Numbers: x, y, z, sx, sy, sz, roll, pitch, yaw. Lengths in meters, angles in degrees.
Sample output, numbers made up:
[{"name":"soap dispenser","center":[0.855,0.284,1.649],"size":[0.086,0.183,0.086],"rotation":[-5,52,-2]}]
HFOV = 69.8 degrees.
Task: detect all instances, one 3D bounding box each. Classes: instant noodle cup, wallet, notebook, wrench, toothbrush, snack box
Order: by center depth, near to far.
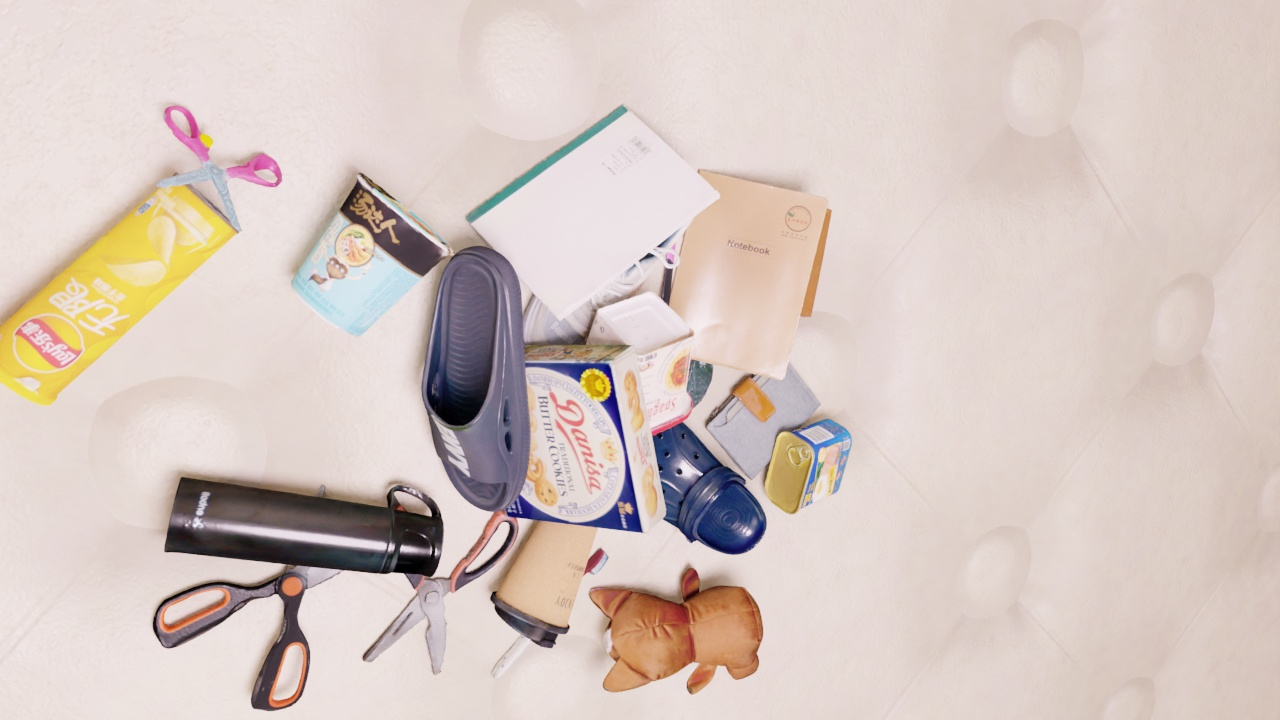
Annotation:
[{"name":"instant noodle cup","center":[-0.249,-0.089,0.836],"size":[0.111,0.111,0.120],"rotation":[40,91,-28]},{"name":"notebook","center":[-0.047,-0.152,0.912],"size":[0.209,0.012,0.150],"rotation":[-39,72,-14]},{"name":"snack box","center":[-0.075,0.075,0.918],"size":[0.045,0.183,0.178],"rotation":[-34,118,-52]},{"name":"instant noodle cup","center":[-0.006,0.006,0.946],"size":[0.116,0.116,0.124],"rotation":[-21,143,-32]},{"name":"toothbrush","center":[0.028,-0.059,1.020],"size":[0.014,0.018,0.189],"rotation":[2,98,-41]},{"name":"notebook","center":[0.113,-0.094,1.022],"size":[0.148,0.008,0.208],"rotation":[13,98,3]},{"name":"toothbrush","center":[-0.102,0.291,1.050],"size":[0.187,0.016,0.017],"rotation":[-48,127,-9]},{"name":"wrench","center":[0.090,-0.060,1.056],"size":[0.056,0.016,0.273],"rotation":[22,93,-29]},{"name":"wallet","center":[0.172,-0.118,1.066],"size":[0.107,0.031,0.132],"rotation":[1,103,-38]},{"name":"wallet","center":[0.149,0.065,1.104],"size":[0.129,0.037,0.106],"rotation":[-46,118,-10]}]

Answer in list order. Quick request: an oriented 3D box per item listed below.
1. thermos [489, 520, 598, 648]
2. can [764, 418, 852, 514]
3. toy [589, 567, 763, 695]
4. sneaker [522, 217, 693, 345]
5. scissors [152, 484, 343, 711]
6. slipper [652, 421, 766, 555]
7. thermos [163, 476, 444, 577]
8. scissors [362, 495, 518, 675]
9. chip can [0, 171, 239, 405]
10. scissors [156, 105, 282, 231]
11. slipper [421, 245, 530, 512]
[{"name":"thermos","center":[-0.099,0.228,0.998],"size":[0.093,0.093,0.143],"rotation":[29,82,-29]},{"name":"can","center":[0.206,0.127,1.119],"size":[0.083,0.057,0.102],"rotation":[-14,124,-39]},{"name":"toy","center":[0.041,0.321,1.081],"size":[0.199,0.140,0.131],"rotation":[-1,145,-24]},{"name":"sneaker","center":[-0.025,-0.088,0.950],"size":[0.089,0.091,0.242],"rotation":[42,83,-27]},{"name":"scissors","center":[-0.357,0.239,0.903],"size":[0.220,0.022,0.232],"rotation":[-5,95,-21]},{"name":"slipper","center":[0.062,0.153,1.051],"size":[0.105,0.095,0.253],"rotation":[-48,121,-5]},{"name":"thermos","center":[-0.314,0.154,0.878],"size":[0.242,0.069,0.089],"rotation":[12,53,-24]},{"name":"scissors","center":[-0.215,0.235,0.982],"size":[0.188,0.015,0.223],"rotation":[-14,109,-23]},{"name":"chip can","center":[-0.441,-0.061,0.765],"size":[0.213,0.072,0.072],"rotation":[-47,117,-10]},{"name":"scissors","center":[-0.355,-0.161,0.776],"size":[0.017,0.133,0.134],"rotation":[-38,160,27]},{"name":"slipper","center":[-0.171,0.027,0.879],"size":[0.083,0.111,0.268],"rotation":[-25,123,-54]}]
